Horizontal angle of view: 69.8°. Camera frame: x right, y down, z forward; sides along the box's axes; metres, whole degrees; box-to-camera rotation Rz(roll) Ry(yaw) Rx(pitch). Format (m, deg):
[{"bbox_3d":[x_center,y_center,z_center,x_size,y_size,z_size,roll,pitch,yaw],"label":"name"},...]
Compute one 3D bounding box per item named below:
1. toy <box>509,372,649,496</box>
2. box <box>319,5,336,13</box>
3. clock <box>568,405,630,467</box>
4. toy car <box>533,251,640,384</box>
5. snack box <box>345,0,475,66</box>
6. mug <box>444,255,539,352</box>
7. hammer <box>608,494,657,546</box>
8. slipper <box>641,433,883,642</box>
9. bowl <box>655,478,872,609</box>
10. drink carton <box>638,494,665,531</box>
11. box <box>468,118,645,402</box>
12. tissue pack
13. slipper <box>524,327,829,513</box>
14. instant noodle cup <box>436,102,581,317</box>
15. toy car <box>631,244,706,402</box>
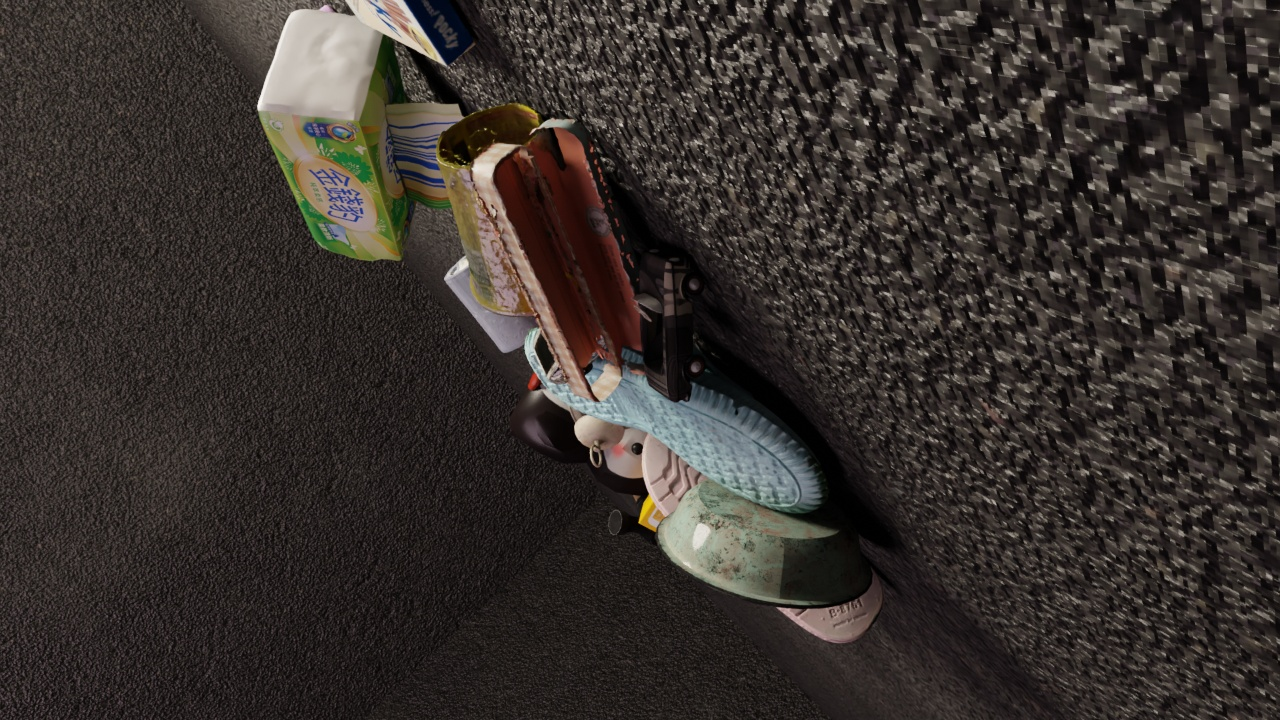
[{"bbox_3d":[-0.046,0.083,1.018,0.184,0.140,0.158,36,-153,1],"label":"toy"},{"bbox_3d":[-0.296,-0.266,0.930,0.214,0.062,0.140,-161,64,-70],"label":"box"},{"bbox_3d":[-0.032,0.040,0.870,0.093,0.055,0.140,56,-151,-42],"label":"clock"},{"bbox_3d":[-0.038,-0.030,0.635,0.040,0.113,0.048,4,-132,-48],"label":"toy car"},{"bbox_3d":[-0.162,-0.237,0.569,0.150,0.026,0.082,39,167,45],"label":"snack box"},{"bbox_3d":[-0.151,-0.082,1.023,0.104,0.084,0.123,52,-163,-20],"label":"mug"},{"bbox_3d":[-0.022,0.111,1.134,0.132,0.040,0.305,13,-152,-32],"label":"hammer"},{"bbox_3d":[0.094,0.141,0.772,0.239,0.094,0.064,42,165,14],"label":"slipper"},{"bbox_3d":[0.091,0.121,0.662,0.157,0.038,0.157,8,-165,-2],"label":"bowl"},{"bbox_3d":[0.067,0.168,0.966,0.122,0.059,0.040,29,-156,-4],"label":"drink carton"},{"bbox_3d":[-0.038,-0.050,0.555,0.054,0.076,0.187,-93,-16,-51],"label":"box"},{"bbox_3d":[-0.205,-0.172,0.753,0.141,0.120,0.198,6,160,-1],"label":"tissue pack"},{"bbox_3d":[0.024,0.024,0.677,0.276,0.069,0.116,21,152,37],"label":"slipper"},{"bbox_3d":[-0.079,-0.099,0.588,0.102,0.102,0.108,39,158,40],"label":"instant noodle cup"},{"bbox_3d":[0.014,-0.021,0.554,0.040,0.037,0.092,-146,49,-59],"label":"toy car"}]
